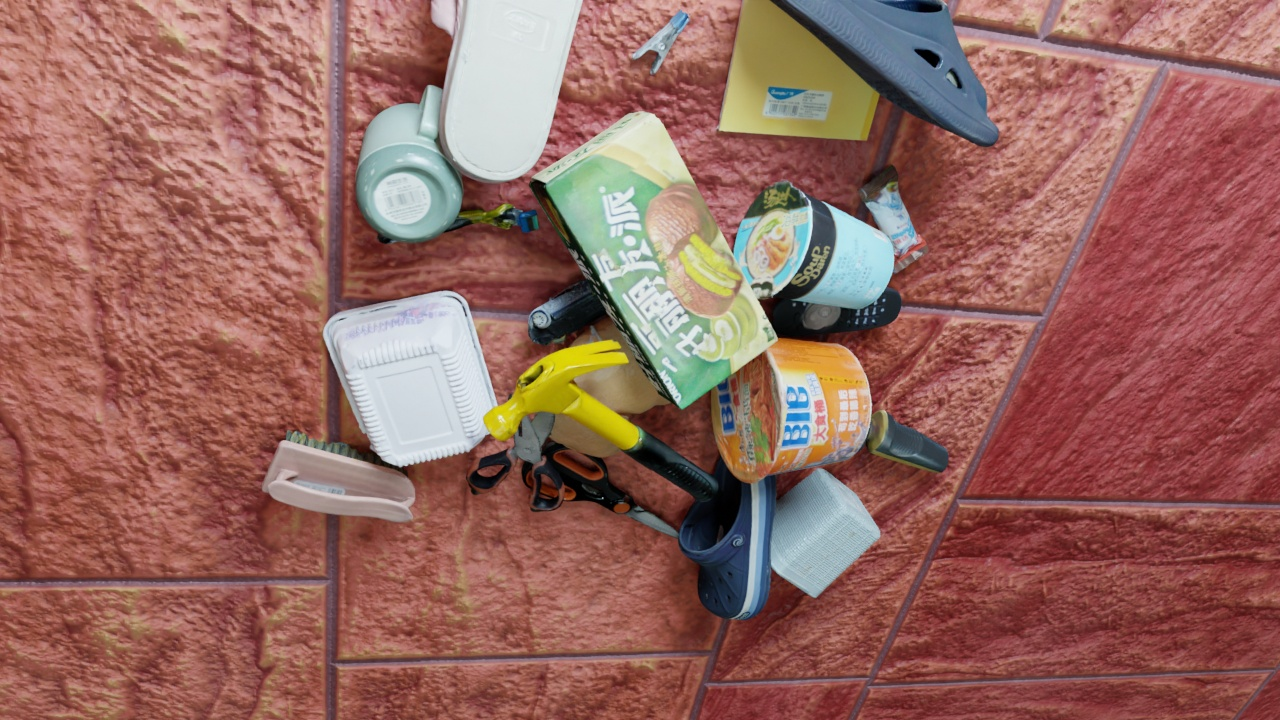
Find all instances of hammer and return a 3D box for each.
[{"bbox_3d":[-0.010,0.074,0.879,0.129,0.033,0.300,-40,138,11],"label":"hammer"}]

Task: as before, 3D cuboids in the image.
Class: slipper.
[{"bbox_3d":[0.208,-0.261,0.736,0.268,0.110,0.083,26,110,-25],"label":"slipper"},{"bbox_3d":[0.094,0.200,1.033,0.095,0.105,0.253,-2,124,-12],"label":"slipper"},{"bbox_3d":[-0.098,-0.271,0.684,0.114,0.054,0.274,3,103,-25],"label":"slipper"}]

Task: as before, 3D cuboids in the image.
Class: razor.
[{"bbox_3d":[-0.162,-0.121,0.813,0.142,0.022,0.043,-8,169,-3],"label":"razor"},{"bbox_3d":[0.289,0.094,1.044,0.167,0.062,0.068,22,147,-31],"label":"razor"}]

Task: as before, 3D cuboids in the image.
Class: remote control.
[{"bbox_3d":[0.198,-0.053,0.935,0.136,0.024,0.053,-5,126,-8],"label":"remote control"}]

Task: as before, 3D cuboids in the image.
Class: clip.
[{"bbox_3d":[0.017,-0.265,0.755,0.028,0.024,0.057,34,117,-25],"label":"clip"}]

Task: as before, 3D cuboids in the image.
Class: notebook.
[{"bbox_3d":[0.152,-0.289,0.774,0.145,0.010,0.207,0,123,-13],"label":"notebook"}]

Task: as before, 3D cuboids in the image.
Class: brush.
[{"bbox_3d":[-0.296,0.124,0.916,0.145,0.073,0.063,20,116,-25],"label":"brush"}]

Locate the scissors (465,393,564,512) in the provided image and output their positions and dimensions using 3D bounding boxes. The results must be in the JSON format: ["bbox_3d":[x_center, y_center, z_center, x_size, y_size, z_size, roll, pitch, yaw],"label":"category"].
[{"bbox_3d":[-0.123,0.097,0.922,0.215,0.015,0.197,-17,137,31],"label":"scissors"}]

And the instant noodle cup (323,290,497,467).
[{"bbox_3d":[-0.215,0.029,0.878,0.138,0.060,0.174,-13,124,-4],"label":"instant noodle cup"}]

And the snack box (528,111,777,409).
[{"bbox_3d":[0.015,-0.085,0.805,0.114,0.063,0.240,-35,112,-9],"label":"snack box"}]

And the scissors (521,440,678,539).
[{"bbox_3d":[-0.041,0.161,1.034,0.125,0.021,0.235,-22,131,14],"label":"scissors"}]

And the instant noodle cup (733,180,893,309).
[{"bbox_3d":[0.166,-0.097,0.856,0.120,0.111,0.111,13,120,-29],"label":"instant noodle cup"}]

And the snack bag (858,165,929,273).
[{"bbox_3d":[0.246,-0.135,0.889,0.048,0.026,0.104,-35,126,-5],"label":"snack bag"}]

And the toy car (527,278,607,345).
[{"bbox_3d":[-0.061,-0.051,0.870,0.105,0.031,0.049,-30,152,4],"label":"toy car"}]

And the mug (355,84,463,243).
[{"bbox_3d":[-0.178,-0.160,0.730,0.082,0.106,0.112,17,117,-21],"label":"mug"}]

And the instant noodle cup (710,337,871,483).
[{"bbox_3d":[0.152,0.044,0.923,0.111,0.151,0.152,-2,124,-22],"label":"instant noodle cup"}]

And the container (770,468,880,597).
[{"bbox_3d":[0.206,0.198,1.069,0.111,0.090,0.090,-44,122,13],"label":"container"}]

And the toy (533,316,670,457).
[{"bbox_3d":[-0.005,0.005,0.900,0.226,0.082,0.143,-42,142,14],"label":"toy"}]
